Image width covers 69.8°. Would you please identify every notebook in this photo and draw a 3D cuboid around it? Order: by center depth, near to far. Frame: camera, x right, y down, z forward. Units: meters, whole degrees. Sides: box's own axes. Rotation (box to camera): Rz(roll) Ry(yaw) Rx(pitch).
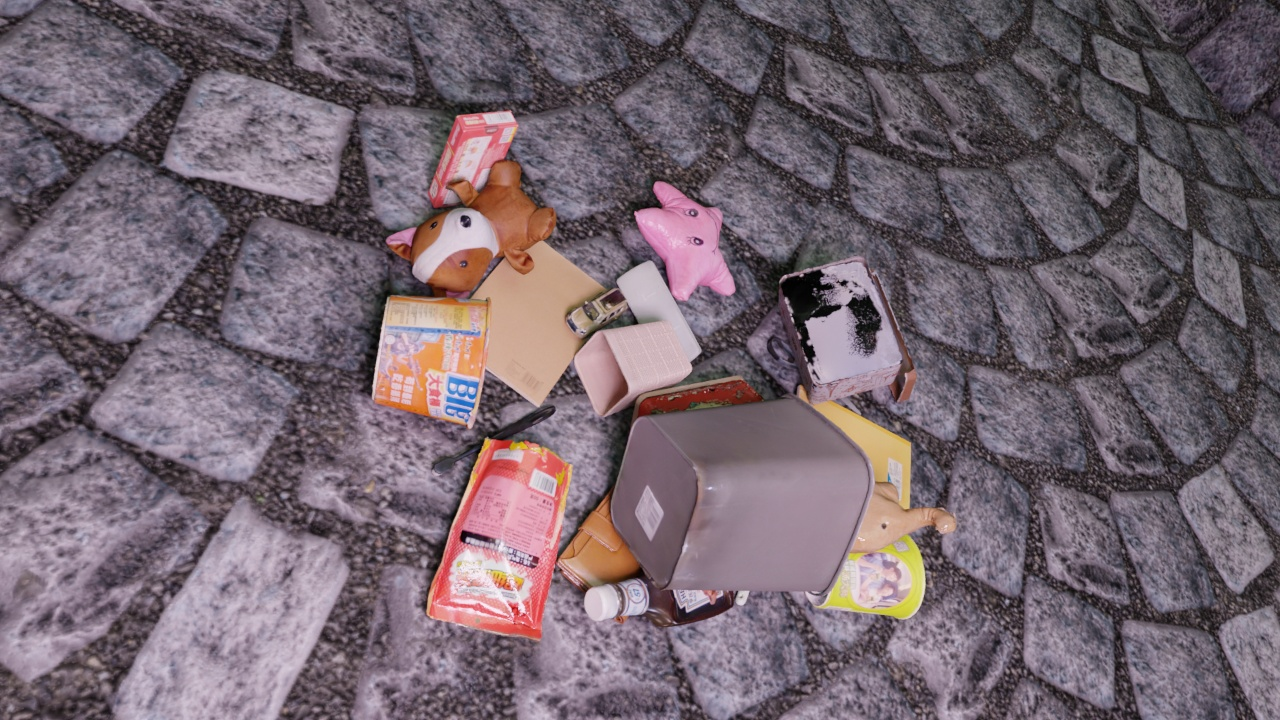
[{"bbox_3d":[-0.138,-0.058,1.173,0.149,0.012,0.210,37,53,-7],"label":"notebook"},{"bbox_3d":[0.298,0.135,1.288,0.206,0.010,0.145,26,53,-17],"label":"notebook"}]

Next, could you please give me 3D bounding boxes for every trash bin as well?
[{"bbox_3d":[0.104,0.155,1.036,0.219,0.199,0.199,1,26,-30],"label":"trash bin"}]

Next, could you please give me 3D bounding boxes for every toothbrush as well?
[{"bbox_3d":[-0.168,0.091,1.076,0.180,0.018,0.015,-28,79,-38],"label":"toothbrush"},{"bbox_3d":[0.154,0.227,1.168,0.029,0.020,0.189,8,51,25],"label":"toothbrush"}]

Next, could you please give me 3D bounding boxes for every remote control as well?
[{"bbox_3d":[0.025,-0.060,1.235,0.058,0.021,0.150,-29,78,9],"label":"remote control"}]

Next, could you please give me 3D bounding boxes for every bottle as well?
[{"bbox_3d":[0.023,0.262,1.039,0.194,0.044,0.079,3,70,-41],"label":"bottle"}]

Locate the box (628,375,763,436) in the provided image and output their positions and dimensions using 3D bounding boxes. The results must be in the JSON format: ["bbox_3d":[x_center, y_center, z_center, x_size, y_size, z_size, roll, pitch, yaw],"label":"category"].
[{"bbox_3d":[0.077,0.082,1.146,0.168,0.091,0.077,-10,37,-31],"label":"box"}]

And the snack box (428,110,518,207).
[{"bbox_3d":[-0.211,-0.249,1.147,0.075,0.153,0.025,-16,70,-33],"label":"snack box"}]

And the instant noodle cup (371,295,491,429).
[{"bbox_3d":[-0.232,-0.005,1.017,0.111,0.152,0.151,9,60,-14],"label":"instant noodle cup"}]

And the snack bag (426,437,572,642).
[{"bbox_3d":[-0.147,0.192,1.006,0.128,0.073,0.207,19,63,-13],"label":"snack bag"}]

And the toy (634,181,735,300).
[{"bbox_3d":[0.060,-0.166,1.290,0.178,0.075,0.194,17,55,-34],"label":"toy"}]

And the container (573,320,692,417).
[{"bbox_3d":[-0.007,0.007,1.161,0.110,0.090,0.090,-15,72,-36],"label":"container"}]

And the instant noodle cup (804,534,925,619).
[{"bbox_3d":[0.275,0.270,1.159,0.123,0.112,0.111,4,63,-17],"label":"instant noodle cup"}]

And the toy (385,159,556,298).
[{"bbox_3d":[-0.201,-0.153,1.126,0.199,0.131,0.140,-36,83,-23],"label":"toy"}]

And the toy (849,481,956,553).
[{"bbox_3d":[0.267,0.185,1.132,0.226,0.083,0.143,24,52,32],"label":"toy"}]

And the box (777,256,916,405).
[{"bbox_3d":[0.290,-0.027,1.326,0.158,0.205,0.180,-18,70,4],"label":"box"}]

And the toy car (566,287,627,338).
[{"bbox_3d":[-0.057,-0.063,1.193,0.090,0.035,0.042,-34,85,-35],"label":"toy car"}]

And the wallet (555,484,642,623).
[{"bbox_3d":[-0.026,0.222,1.071,0.108,0.031,0.131,43,52,-3],"label":"wallet"}]

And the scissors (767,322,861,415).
[{"bbox_3d":[0.252,0.018,1.337,0.165,0.014,0.163,11,63,-24],"label":"scissors"}]
